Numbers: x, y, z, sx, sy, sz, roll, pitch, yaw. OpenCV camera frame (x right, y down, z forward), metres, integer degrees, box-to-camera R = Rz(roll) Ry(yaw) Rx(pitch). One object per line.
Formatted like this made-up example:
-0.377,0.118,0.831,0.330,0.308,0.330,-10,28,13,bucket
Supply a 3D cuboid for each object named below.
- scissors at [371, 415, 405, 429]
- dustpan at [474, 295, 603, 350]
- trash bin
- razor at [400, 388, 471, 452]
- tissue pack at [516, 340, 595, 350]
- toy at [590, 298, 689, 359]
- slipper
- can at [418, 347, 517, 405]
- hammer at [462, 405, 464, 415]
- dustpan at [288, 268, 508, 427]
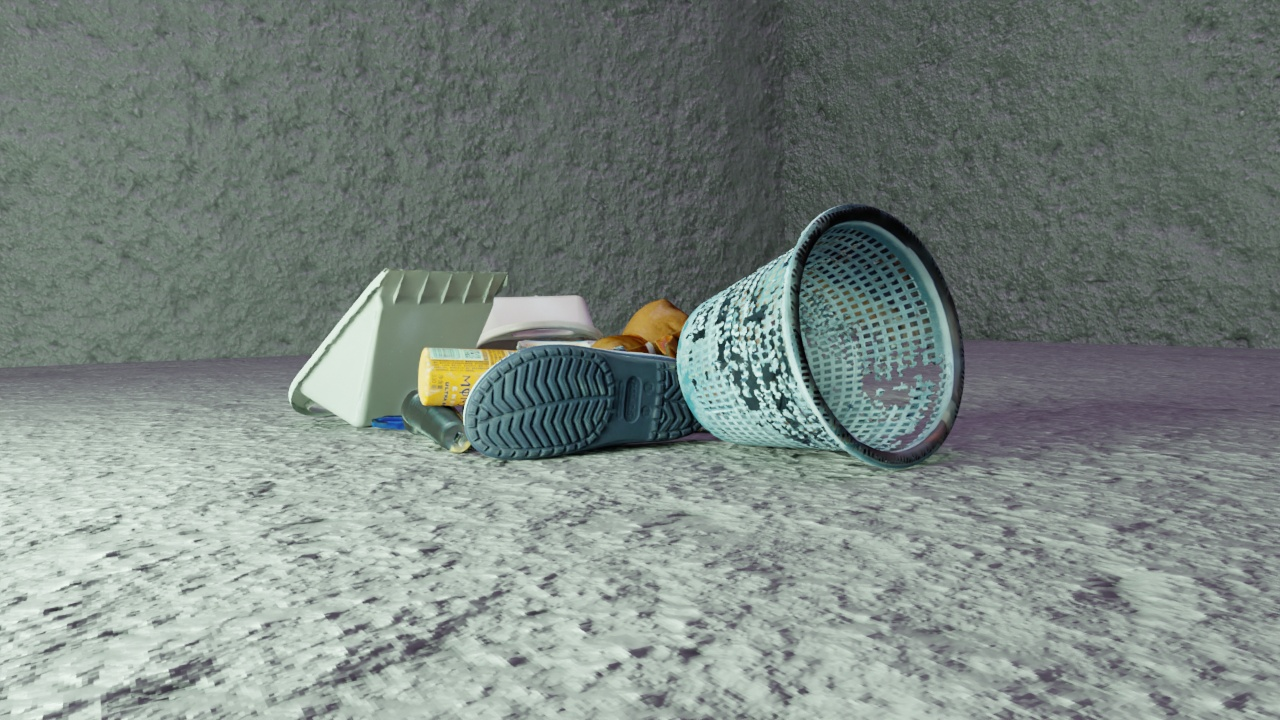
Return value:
-0.229,0.074,1.054,0.175,0.012,0.105,3,3,34,scissors
-0.171,-0.002,1.463,0.222,0.274,0.138,-5,45,-11,dustpan
0.148,-0.006,0.842,0.226,0.226,0.196,-4,-8,-37,trash bin
-0.205,0.064,0.951,0.067,0.062,0.168,32,-6,-26,razor
-0.118,0.016,1.324,0.140,0.090,0.063,1,-1,24,tissue pack
-0.007,0.007,1.186,0.199,0.130,0.140,-27,-15,-38,toy
-0.052,0.033,0.891,0.252,0.105,0.095,-3,5,-25,slipper
-0.149,0.018,0.932,0.146,0.058,0.058,2,2,-21,can
-0.042,0.056,1.004,0.300,0.033,0.129,2,2,-2,hammer
-0.320,-0.018,1.147,0.143,0.258,0.222,27,17,26,dustpan
